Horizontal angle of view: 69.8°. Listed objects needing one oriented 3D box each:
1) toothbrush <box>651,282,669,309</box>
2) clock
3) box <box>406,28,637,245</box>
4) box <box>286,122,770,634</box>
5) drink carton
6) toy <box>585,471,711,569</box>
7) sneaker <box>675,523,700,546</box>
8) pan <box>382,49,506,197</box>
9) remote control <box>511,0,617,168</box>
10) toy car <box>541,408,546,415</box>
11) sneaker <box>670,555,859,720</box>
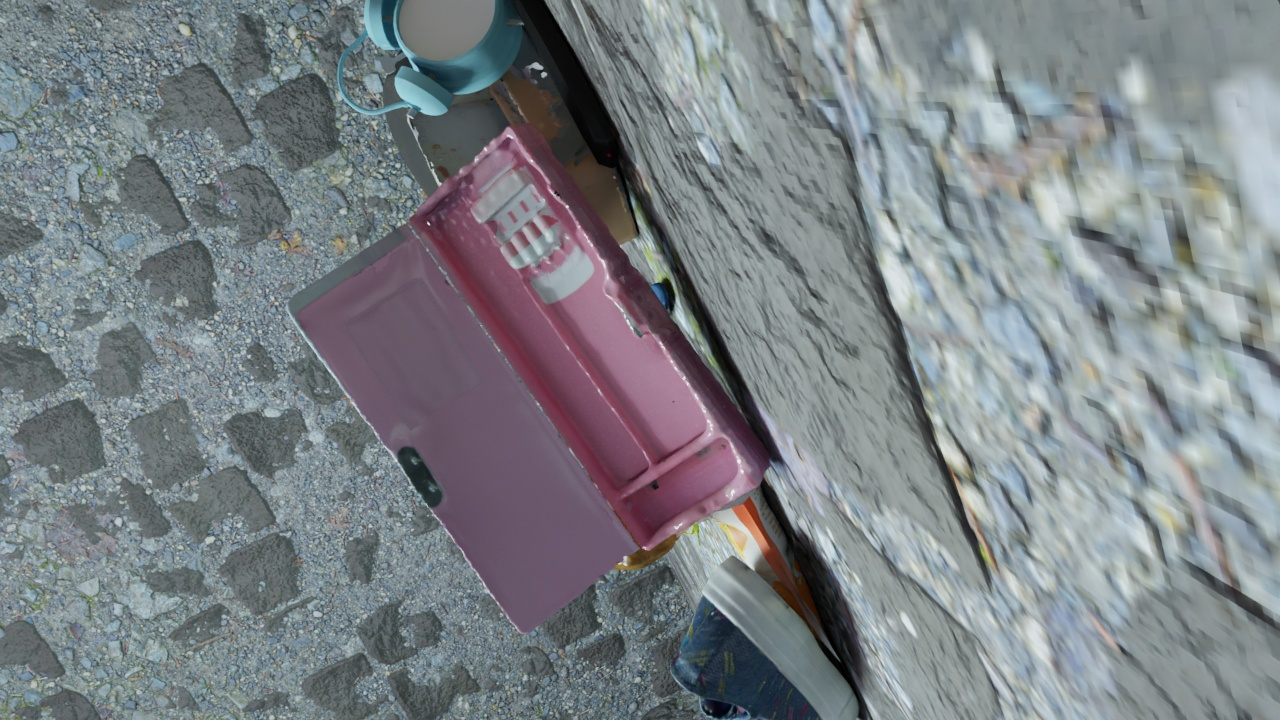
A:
[{"bbox_3d":[0.009,-0.028,0.598,0.132,0.016,0.021,92,158,-79],"label":"toothbrush"},{"bbox_3d":[-0.127,-0.191,0.554,0.087,0.123,0.042,62,-175,13],"label":"clock"},{"bbox_3d":[-0.079,-0.148,0.590,0.216,0.094,0.108,60,147,35],"label":"box"},{"bbox_3d":[-0.060,0.011,0.511,0.233,0.180,0.059,56,-169,0],"label":"box"},{"bbox_3d":[0.086,0.131,0.580,0.122,0.039,0.069,58,175,-11],"label":"drink carton"},{"bbox_3d":[-0.001,0.093,0.628,0.175,0.133,0.076,-54,-53,-77],"label":"toy"},{"bbox_3d":[0.015,0.138,1.061,0.241,0.091,0.116,-86,-19,-61],"label":"sneaker"},{"bbox_3d":[-0.153,-0.144,0.850,0.248,0.043,0.357,44,158,9],"label":"pan"},{"bbox_3d":[-0.044,-0.162,0.498,0.124,0.010,0.039,63,174,14],"label":"remote control"},{"bbox_3d":[-0.083,-0.036,0.934,0.082,0.056,0.189,97,173,-65],"label":"toy car"},{"bbox_3d":[0.075,0.203,0.588,0.087,0.079,0.235,38,168,38],"label":"sneaker"}]
